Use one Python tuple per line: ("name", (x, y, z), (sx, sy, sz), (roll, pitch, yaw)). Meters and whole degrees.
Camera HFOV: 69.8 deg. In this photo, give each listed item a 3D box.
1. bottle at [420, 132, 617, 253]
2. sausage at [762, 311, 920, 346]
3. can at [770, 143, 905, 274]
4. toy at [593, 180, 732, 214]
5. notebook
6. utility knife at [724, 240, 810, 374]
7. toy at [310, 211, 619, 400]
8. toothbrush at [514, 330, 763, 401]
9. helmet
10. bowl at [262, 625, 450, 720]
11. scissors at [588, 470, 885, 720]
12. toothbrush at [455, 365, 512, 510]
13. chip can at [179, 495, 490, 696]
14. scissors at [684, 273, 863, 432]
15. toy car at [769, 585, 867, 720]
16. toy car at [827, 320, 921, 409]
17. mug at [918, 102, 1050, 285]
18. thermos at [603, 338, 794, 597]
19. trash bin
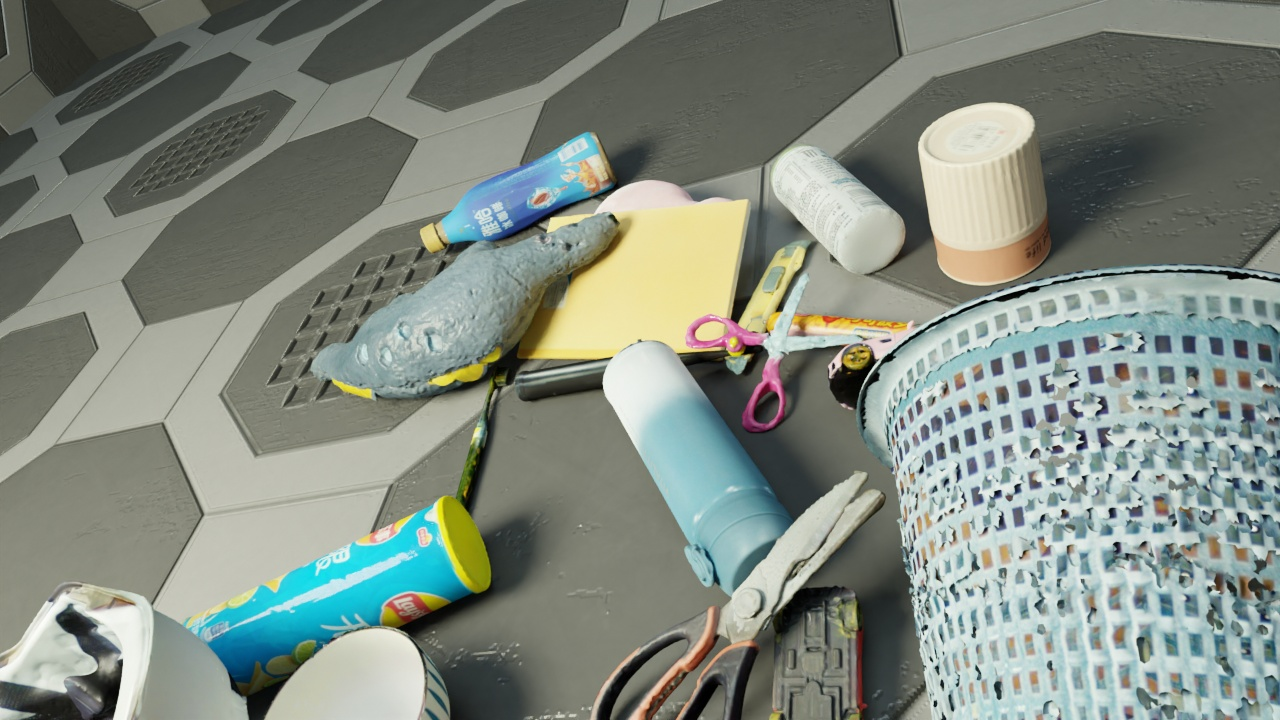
("bottle", (-0.134, -0.173, 0.993), (0.219, 0.065, 0.065), (-25, 38, 5))
("sausage", (0.163, -0.020, 0.677), (0.165, 0.021, 0.021), (8, 50, 36))
("can", (0.163, -0.131, 0.774), (0.058, 0.058, 0.146), (-27, 38, 0))
("toy", (0.013, -0.118, 0.850), (0.160, 0.054, 0.121), (15, 63, 42))
("notebook", (-0.010, -0.068, 0.800), (0.207, 0.010, 0.145), (0, 69, 31))
("utility knife", (0.103, -0.046, 0.752), (0.031, 0.018, 0.162), (0, 50, 36))
("toy", (-0.175, -0.033, 0.830), (0.357, 0.091, 0.137), (-26, 32, 18))
("toothbrush", (-0.004, 0.004, 0.739), (0.213, 0.026, 0.027), (-11, 73, 23))
("helmet", (-0.319, 0.261, 0.530), (0.259, 0.146, 0.228), (-30, 42, 15))
("bowl", (-0.163, 0.228, 0.551), (0.117, 0.066, 0.116), (-17, 40, 14))
("scissors", (0.058, 0.154, 0.493), (0.207, 0.015, 0.193), (-20, 51, 31))
("toothbrush", (-0.131, 0.070, 0.756), (0.017, 0.012, 0.185), (-4, 42, 11))
("chip can", (-0.214, 0.169, 0.642), (0.210, 0.071, 0.071), (-25, 38, 3))
("scissors", (0.096, -0.006, 0.679), (0.133, 0.017, 0.135), (-2, 65, 18))
("toy car", (0.095, 0.172, 0.490), (0.049, 0.031, 0.106), (-10, 46, 22))
("toy car", (0.186, 0.000, 0.614), (0.122, 0.056, 0.037), (-13, 44, 18))
("mug", (0.255, -0.133, 0.683), (0.082, 0.106, 0.114), (-7, 42, 23))
("thermos", (0.036, 0.067, 0.617), (0.070, 0.070, 0.220), (-29, 38, -2))
("trash bin", (0.203, 0.104, 0.382), (0.227, 0.226, 0.194), (-6, 55, 25))
